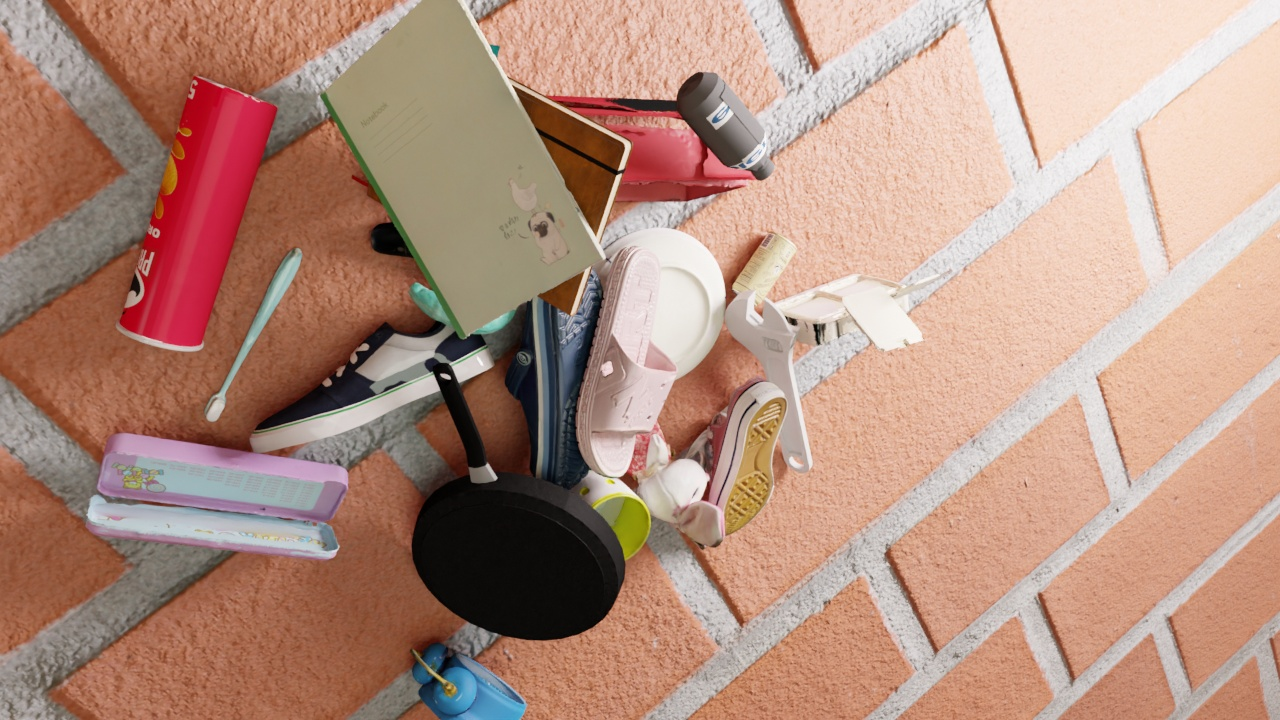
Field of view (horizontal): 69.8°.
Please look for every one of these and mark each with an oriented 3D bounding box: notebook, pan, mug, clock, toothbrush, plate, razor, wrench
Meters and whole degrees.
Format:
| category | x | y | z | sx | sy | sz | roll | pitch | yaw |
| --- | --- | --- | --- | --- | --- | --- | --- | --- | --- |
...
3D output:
| category | x | y | z | sx | sy | sz | roll | pitch | yaw |
| --- | --- | --- | --- | --- | --- | --- | --- | --- | --- |
| notebook | -0.157 | -0.160 | 0.781 | 0.252 | 0.182 | 0.010 | 61 | 34 | -6 |
| pan | -0.144 | 0.156 | 0.919 | 0.226 | 0.034 | 0.357 | -6 | 123 | 15 |
| mug | -0.047 | 0.162 | 1.003 | 0.082 | 0.106 | 0.083 | -8 | 111 | -22 |
| clock | -0.192 | 0.365 | 1.001 | 0.060 | 0.117 | 0.161 | -53 | 125 | -14 |
| notebook | -0.133 | -0.171 | 0.780 | 0.014 | 0.249 | 0.179 | -37 | 153 | -55 |
| toothbrush | -0.358 | -0.024 | 0.849 | 0.016 | 0.016 | 0.180 | 27 | 93 | -29 |
| plate | 0.019 | -0.052 | 1.004 | 0.182 | 0.034 | 0.182 | -8 | 110 | -23 |
| razor | -0.181 | -0.123 | 0.883 | 0.151 | 0.067 | 0.054 | -3 | 141 | -11 |
| wrench | 0.158 | 0.033 | 1.080 | 0.018 | 0.087 | 0.274 | -48 | 137 | -33 |

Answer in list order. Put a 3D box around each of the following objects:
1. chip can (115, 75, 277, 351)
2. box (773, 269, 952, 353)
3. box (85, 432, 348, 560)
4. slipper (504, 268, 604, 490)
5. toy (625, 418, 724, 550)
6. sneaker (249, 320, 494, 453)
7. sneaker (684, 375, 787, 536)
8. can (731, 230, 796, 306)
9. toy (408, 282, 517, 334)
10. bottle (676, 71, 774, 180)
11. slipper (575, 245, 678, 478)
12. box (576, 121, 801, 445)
| category | x | y | z | sx | sy | sz | roll | pitch | yaw |
| --- | --- | --- | --- | --- | --- | --- | --- | --- | --- |
| chip can | -0.375 | -0.122 | 0.776 | 0.069 | 0.069 | 0.221 | 17 | 99 | -29 |
| box | 0.247 | -0.067 | 1.014 | 0.143 | 0.191 | 0.069 | -22 | 114 | -25 |
| box | -0.388 | 0.132 | 0.852 | 0.214 | 0.077 | 0.096 | 14 | 70 | -28 |
| slipper | -0.086 | 0.011 | 0.946 | 0.104 | 0.095 | 0.253 | -33 | 131 | -52 |
| toy | 0.027 | 0.126 | 1.015 | 0.084 | 0.159 | 0.194 | -29 | 77 | -12 |
| sneaker | -0.263 | 0.015 | 0.875 | 0.235 | 0.084 | 0.079 | -25 | 99 | -18 |
| sneaker | 0.106 | 0.107 | 1.071 | 0.118 | 0.088 | 0.242 | -22 | 137 | -30 |
| can | 0.140 | -0.104 | 1.040 | 0.038 | 0.038 | 0.079 | 34 | 91 | -30 |
| toy | -0.160 | -0.062 | 0.883 | 0.105 | 0.085 | 0.033 | -41 | 169 | -43 |
| bottle | 0.076 | -0.198 | 0.789 | 0.047 | 0.047 | 0.112 | -50 | 122 | -3 |
| slipper | -0.005 | 0.005 | 0.925 | 0.094 | 0.064 | 0.239 | 3 | 97 | -58 |
| box | 0.005 | -0.080 | 0.860 | 0.213 | 0.153 | 0.325 | -6 | 79 | -25 |
